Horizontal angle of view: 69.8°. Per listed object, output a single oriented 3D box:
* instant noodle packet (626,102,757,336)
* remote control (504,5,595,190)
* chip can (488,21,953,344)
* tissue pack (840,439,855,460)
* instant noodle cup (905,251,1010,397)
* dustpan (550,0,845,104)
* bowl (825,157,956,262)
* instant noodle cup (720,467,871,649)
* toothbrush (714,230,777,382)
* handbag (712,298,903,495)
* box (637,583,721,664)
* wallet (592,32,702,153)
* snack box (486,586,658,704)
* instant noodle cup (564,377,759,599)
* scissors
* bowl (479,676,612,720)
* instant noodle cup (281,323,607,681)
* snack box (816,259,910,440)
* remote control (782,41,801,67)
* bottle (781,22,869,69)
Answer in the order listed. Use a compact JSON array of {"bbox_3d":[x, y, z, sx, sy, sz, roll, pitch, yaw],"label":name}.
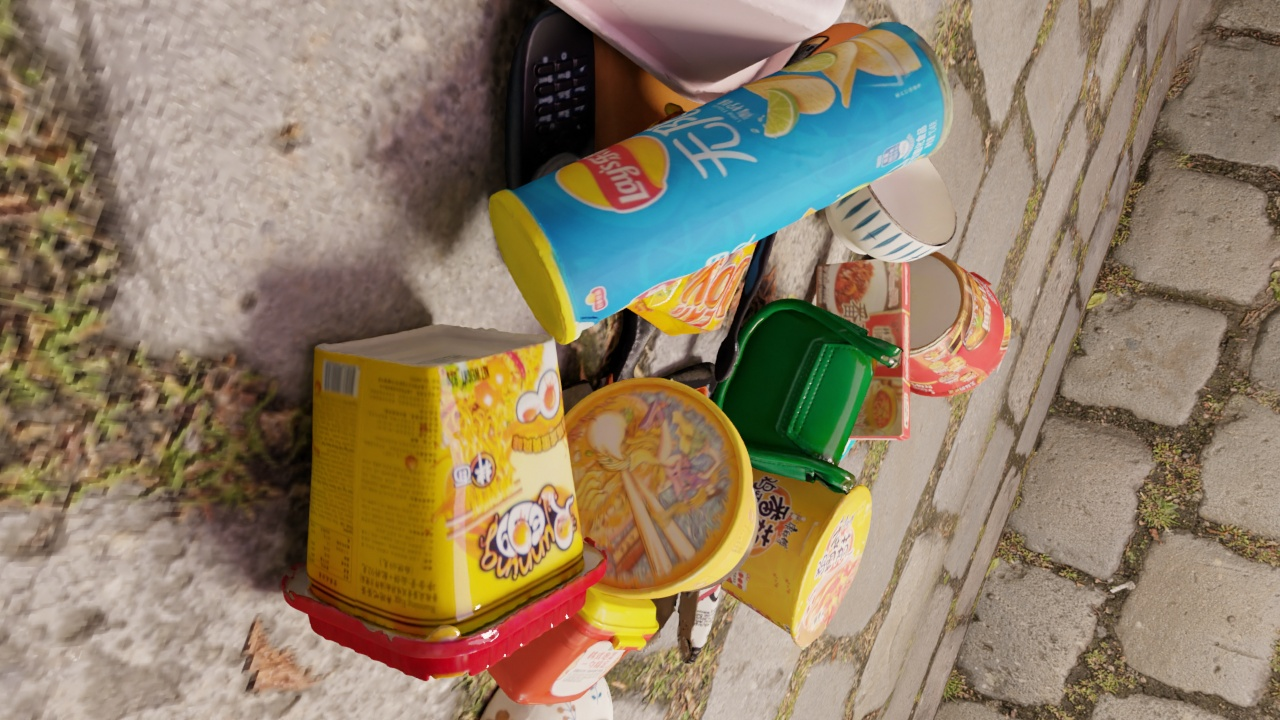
[{"bbox_3d":[0.026,-0.068,0.513,0.128,0.044,0.111,19,98,-61],"label":"instant noodle packet"},{"bbox_3d":[-0.045,-0.101,0.443,0.053,0.024,0.137,-30,135,-43],"label":"remote control"},{"bbox_3d":[0.040,-0.085,0.421,0.210,0.071,0.071,-28,135,-15],"label":"chip can"},{"bbox_3d":[0.162,0.065,0.851,0.133,0.050,0.093,-46,142,-35],"label":"tissue pack"},{"bbox_3d":[0.280,-0.041,0.908,0.108,0.138,0.138,24,87,-51],"label":"instant noodle cup"},{"bbox_3d":[0.011,-0.242,0.424,0.273,0.139,0.222,20,86,-26],"label":"dustpan"},{"bbox_3d":[0.195,-0.129,0.751,0.116,0.116,0.066,-35,180,-44],"label":"bowl"},{"bbox_3d":[0.113,0.150,0.763,0.137,0.110,0.138,-35,135,-45],"label":"instant noodle cup"},{"bbox_3d":[0.086,-0.074,0.650,0.016,0.014,0.189,26,82,-65],"label":"toothbrush"},{"bbox_3d":[0.124,0.025,0.699,0.131,0.120,0.068,-68,155,-6],"label":"handbag"},{"bbox_3d":[0.020,0.144,0.684,0.075,0.082,0.164,-85,-178,-69],"label":"box"},{"bbox_3d":[0.004,-0.160,0.483,0.107,0.031,0.132,-41,141,-37],"label":"wallet"},{"bbox_3d":[-0.046,0.156,0.538,0.080,0.082,0.091,-51,149,4],"label":"snack box"},{"bbox_3d":[0.014,0.082,0.535,0.118,0.118,0.114,-64,156,-10],"label":"instant noodle cup"},{"bbox_3d":[-0.002,0.005,0.579,0.233,0.022,0.221,1,106,-59],"label":"scissors"},{"bbox_3d":[-0.054,0.251,0.604,0.113,0.062,0.114,-32,132,-45],"label":"bowl"},{"bbox_3d":[-0.085,0.052,0.397,0.116,0.116,0.124,-16,109,-53],"label":"instant noodle cup"},{"bbox_3d":[0.188,-0.009,0.778,0.025,0.075,0.152,20,71,-60],"label":"snack box"},{"bbox_3d":[0.114,-0.262,0.605,0.149,0.021,0.058,-56,147,-21],"label":"remote control"},{"bbox_3d":[0.108,-0.172,0.616,0.149,0.067,0.067,-40,139,-29],"label":"bottle"}]
